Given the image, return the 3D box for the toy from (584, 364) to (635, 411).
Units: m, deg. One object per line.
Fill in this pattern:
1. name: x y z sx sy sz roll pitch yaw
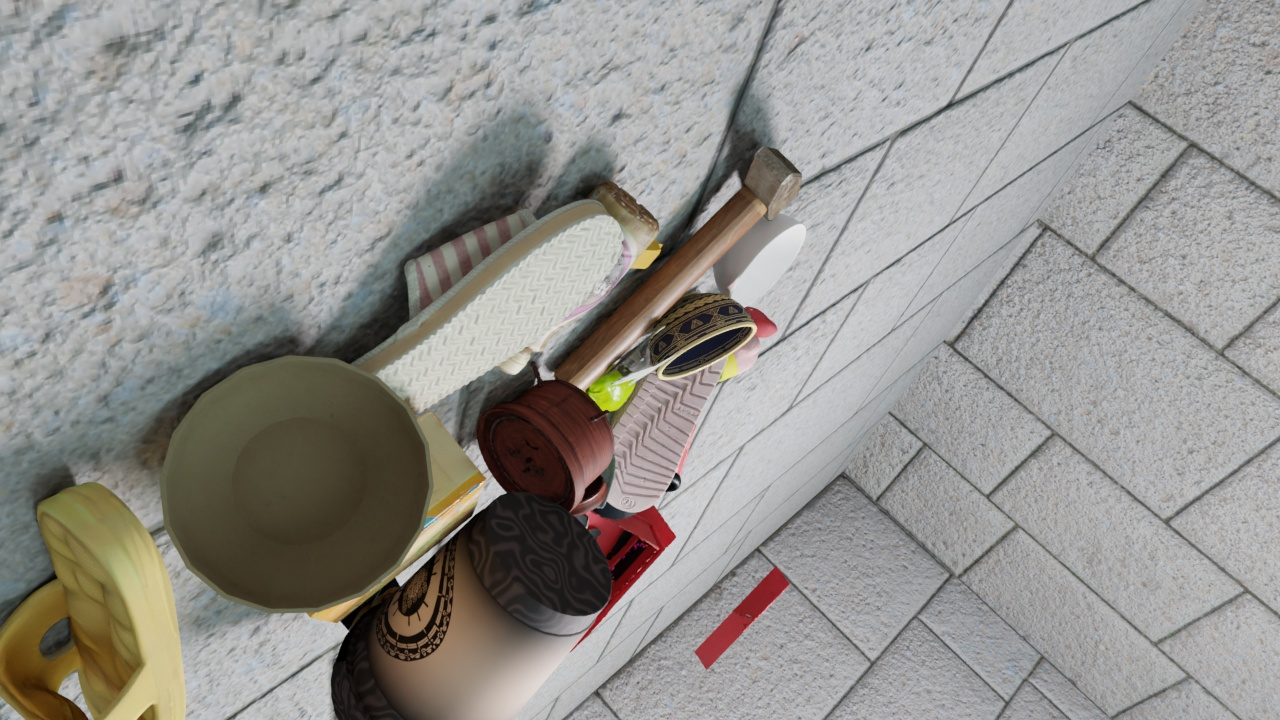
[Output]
1. toy: -0.046 0.035 0.963 0.093 0.036 0.094 -37 153 -9

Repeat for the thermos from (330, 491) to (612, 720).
1. thermos: -0.143 0.235 0.803 0.227 0.172 0.172 -49 162 23

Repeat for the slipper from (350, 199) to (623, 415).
1. slipper: -0.131 -0.029 0.632 0.263 0.052 0.115 -36 157 2

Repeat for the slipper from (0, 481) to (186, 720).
1. slipper: -0.334 0.180 0.551 0.078 0.099 0.264 -39 158 -48

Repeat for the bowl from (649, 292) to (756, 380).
1. bowl: 0.055 -0.034 0.942 0.112 0.061 0.112 -24 165 -7

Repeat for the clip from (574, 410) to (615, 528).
1. clip: -0.046 0.099 0.971 0.112 0.028 0.162 -54 -160 22

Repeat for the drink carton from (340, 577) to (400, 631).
1. drink carton: -0.263 0.215 0.863 0.064 0.040 0.130 -38 159 -23

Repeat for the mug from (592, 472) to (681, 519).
1. mug: -0.010 0.142 1.131 0.095 0.121 0.085 98 1 -59

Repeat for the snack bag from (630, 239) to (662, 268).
1. snack bag: -0.011 -0.094 0.793 0.026 0.020 0.099 -49 162 25

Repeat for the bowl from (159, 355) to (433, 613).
1. bowl: -0.208 0.075 0.564 0.152 0.152 0.050 -38 -170 -21

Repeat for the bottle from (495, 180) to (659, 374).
1. bottle: -0.058 -0.059 0.708 0.166 0.059 0.059 -48 161 13

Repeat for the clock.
1. clock: -0.086 0.087 0.859 0.072 0.120 0.158 -40 153 -40

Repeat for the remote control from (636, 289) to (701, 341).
1. remote control: 0.021 -0.044 0.974 0.130 0.012 0.033 -27 153 -43

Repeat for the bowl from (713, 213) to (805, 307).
1. bowl: 0.118 -0.114 0.976 0.114 0.050 0.115 -40 160 -18

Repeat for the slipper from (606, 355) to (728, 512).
1. slipper: 0.018 0.058 1.049 0.239 0.094 0.064 -62 -165 11

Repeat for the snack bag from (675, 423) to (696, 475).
1. snack bag: 0.024 0.106 1.194 0.082 0.082 0.177 -37 159 -24

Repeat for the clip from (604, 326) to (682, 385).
1. clip: -0.003 0.007 0.896 0.102 0.056 0.056 -36 -148 55

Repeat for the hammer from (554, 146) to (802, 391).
1. hammer: 0.031 -0.077 0.860 0.301 0.037 0.158 -44 175 7

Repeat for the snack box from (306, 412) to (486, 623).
1. snack box: -0.201 0.119 0.696 0.145 0.080 0.196 -38 175 -21

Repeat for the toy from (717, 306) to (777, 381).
1. toy: 0.082 -0.015 1.102 0.131 0.097 0.124 -50 -159 -12

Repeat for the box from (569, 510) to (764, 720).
1. box: -0.042 0.347 1.157 0.197 0.351 0.217 33 106 -33
